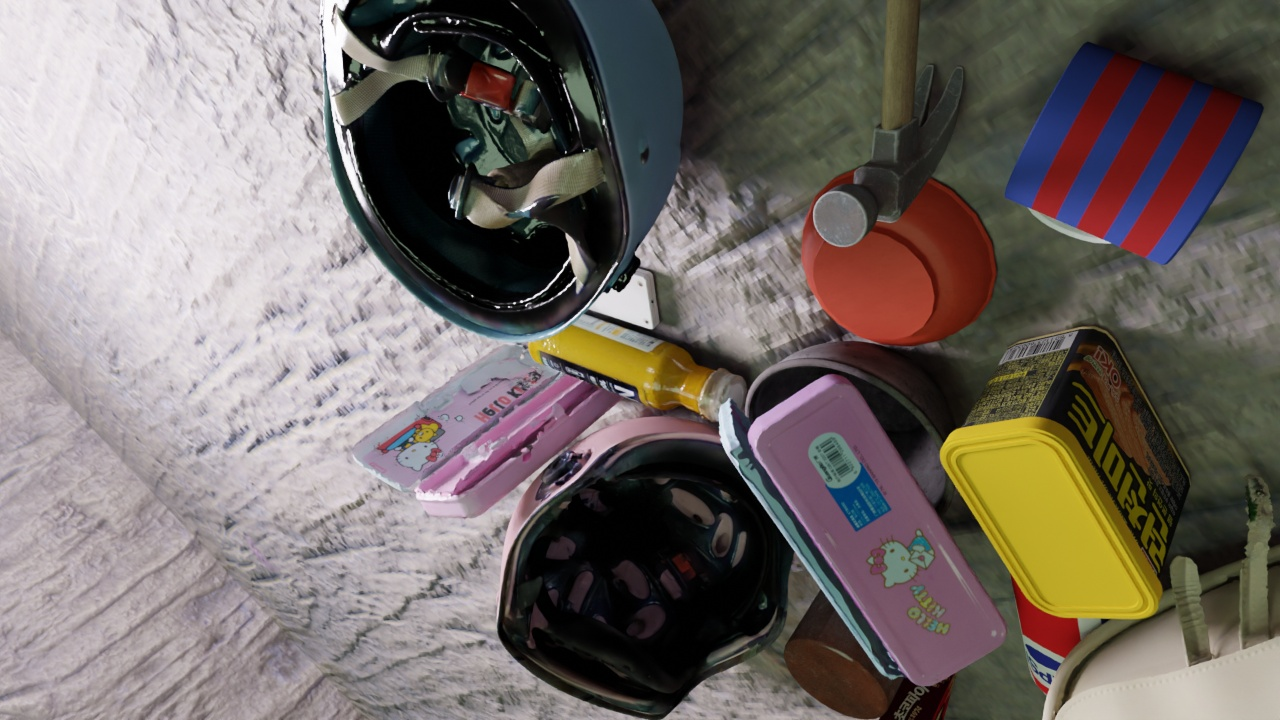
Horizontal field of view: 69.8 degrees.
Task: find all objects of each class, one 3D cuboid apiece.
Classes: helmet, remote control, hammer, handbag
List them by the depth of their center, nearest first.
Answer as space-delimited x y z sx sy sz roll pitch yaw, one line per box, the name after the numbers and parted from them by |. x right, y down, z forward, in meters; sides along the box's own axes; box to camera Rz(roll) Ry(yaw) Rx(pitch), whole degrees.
0.110 -0.219 0.382 0.031 0.119 0.332 15 126 34 | hammer
0.310 0.170 0.470 0.132 0.183 0.230 48 135 -6 | handbag
-0.075 -0.138 0.566 0.225 0.166 0.266 38 135 7 | helmet
-0.044 -0.065 0.744 0.136 0.011 0.050 19 137 31 | remote control
0.004 0.150 0.754 0.230 0.152 0.256 30 104 -18 | helmet

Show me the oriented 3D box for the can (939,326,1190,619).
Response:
0.242 0.061 0.514 0.073 0.100 0.131 -18 112 51 | can

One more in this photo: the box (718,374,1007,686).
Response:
0.139 0.104 0.599 0.214 0.090 0.092 55 -174 -14 | box

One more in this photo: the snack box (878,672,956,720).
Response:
0.220 0.342 0.784 0.036 0.132 0.152 22 138 28 | snack box

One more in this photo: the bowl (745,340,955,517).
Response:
0.149 0.040 0.613 0.145 0.067 0.145 26 140 24 | bowl

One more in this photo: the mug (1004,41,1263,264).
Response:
0.221 -0.086 0.427 0.076 0.075 0.112 30 168 19 | mug

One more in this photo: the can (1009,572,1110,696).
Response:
0.285 0.165 0.601 0.070 0.070 0.132 6 129 41 | can

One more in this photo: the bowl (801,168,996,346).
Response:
0.146 -0.053 0.551 0.122 0.035 0.122 26 140 24 | bowl

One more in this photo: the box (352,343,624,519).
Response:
-0.121 0.057 0.776 0.156 0.200 0.059 10 124 38 | box

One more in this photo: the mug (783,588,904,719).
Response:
0.177 0.226 0.738 0.096 0.110 0.123 24 139 33 | mug

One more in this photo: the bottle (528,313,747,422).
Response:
-0.004 0.004 0.737 0.186 0.053 0.053 20 137 30 | bottle
